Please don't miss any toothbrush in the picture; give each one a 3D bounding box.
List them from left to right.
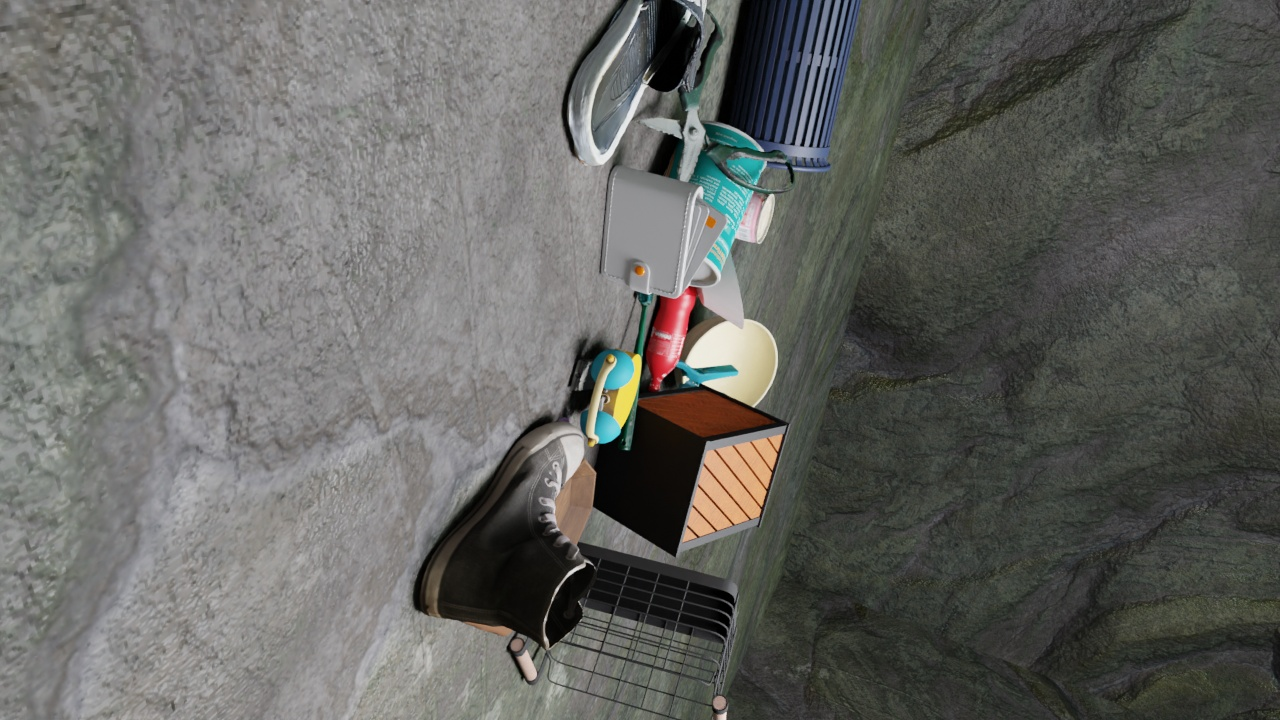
[{"bbox_3d":[-0.006,0.006,1.023,0.017,0.016,0.189,9,88,-73],"label":"toothbrush"}]

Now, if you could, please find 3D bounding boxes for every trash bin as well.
[{"bbox_3d":[0.058,0.123,1.096,0.171,0.140,0.140,-5,114,-50],"label":"trash bin"},{"bbox_3d":[0.183,-0.362,1.084,0.139,0.139,0.250,-37,140,-61],"label":"trash bin"}]

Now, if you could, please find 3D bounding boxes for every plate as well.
[{"bbox_3d":[-0.087,0.164,0.971,0.131,0.025,0.131,19,89,-73],"label":"plate"},{"bbox_3d":[0.080,-0.116,1.098,0.174,0.036,0.174,153,-79,-89],"label":"plate"}]

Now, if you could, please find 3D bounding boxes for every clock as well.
[{"bbox_3d":[-0.029,0.033,0.948,0.129,0.044,0.099,-34,138,-72],"label":"clock"}]

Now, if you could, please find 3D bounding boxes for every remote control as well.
[{"bbox_3d":[-0.042,0.015,0.982,0.136,0.013,0.033,2,105,-70],"label":"remote control"}]

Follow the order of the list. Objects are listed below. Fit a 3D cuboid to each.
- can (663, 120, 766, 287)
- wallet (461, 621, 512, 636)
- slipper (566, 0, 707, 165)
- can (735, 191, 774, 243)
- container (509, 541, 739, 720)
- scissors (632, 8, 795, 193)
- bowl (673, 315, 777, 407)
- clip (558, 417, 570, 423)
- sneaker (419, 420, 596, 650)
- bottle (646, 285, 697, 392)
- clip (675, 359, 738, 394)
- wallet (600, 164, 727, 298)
[{"bbox_3d":[0.062,-0.165,0.974,0.099,0.099,0.143,59,52,-67],"label":"can"},{"bbox_3d":[-0.125,0.235,0.911,0.087,0.013,0.121,-43,157,-8],"label":"wallet"},{"bbox_3d":[0.018,-0.276,0.799,0.263,0.063,0.111,-60,159,-26],"label":"slipper"},{"bbox_3d":[0.125,-0.190,1.176,0.067,0.076,0.067,18,89,-72],"label":"can"},{"bbox_3d":[-0.006,0.317,1.038,0.163,0.241,0.130,84,22,-52],"label":"container"},{"bbox_3d":[0.086,-0.240,0.923,0.205,0.015,0.201,21,77,-29],"label":"scissors"},{"bbox_3d":[0.106,0.001,1.263,0.150,0.075,0.151,-11,116,-22],"label":"bowl"},{"bbox_3d":[-0.086,0.083,0.919,0.050,0.013,0.029,-52,152,-42],"label":"clip"},{"bbox_3d":[-0.082,0.150,0.820,0.234,0.120,0.095,-52,154,-52],"label":"sneaker"},{"bbox_3d":[0.033,-0.030,1.116,0.041,0.042,0.142,-17,123,-69],"label":"bottle"},{"bbox_3d":[0.061,0.046,1.199,0.130,0.030,0.120,22,96,-32],"label":"clip"},{"bbox_3d":[0.023,-0.117,0.876,0.037,0.115,0.119,-48,150,-52],"label":"wallet"}]
